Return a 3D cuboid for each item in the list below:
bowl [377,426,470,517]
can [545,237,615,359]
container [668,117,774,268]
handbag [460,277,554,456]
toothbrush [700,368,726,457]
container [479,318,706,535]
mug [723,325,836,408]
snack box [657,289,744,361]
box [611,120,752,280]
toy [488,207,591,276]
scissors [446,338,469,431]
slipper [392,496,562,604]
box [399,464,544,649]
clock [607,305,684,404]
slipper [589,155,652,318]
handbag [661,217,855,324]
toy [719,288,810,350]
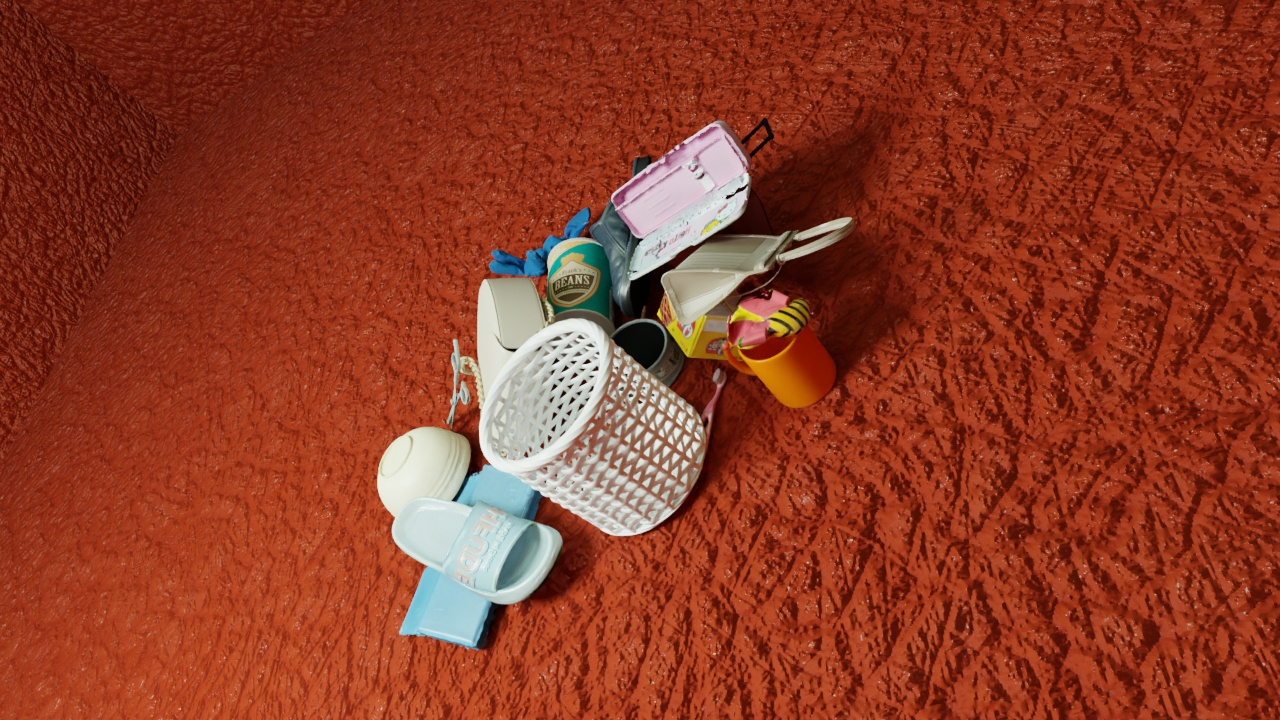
[{"bbox_3d":[-0.318,0.152,1.293,0.151,0.075,0.150,-29,40,28],"label":"bowl"},{"bbox_3d":[-0.084,-0.088,1.294,0.099,0.099,0.143,-24,45,23],"label":"can"},{"bbox_3d":[0.125,-0.203,1.195,0.201,0.127,0.147,-36,40,25],"label":"container"},{"bbox_3d":[-0.178,0.000,1.217,0.103,0.211,0.208,-4,31,-17],"label":"handbag"},{"bbox_3d":[0.081,0.068,1.090,0.022,0.016,0.134,-9,51,41],"label":"toothbrush"},{"bbox_3d":[-0.052,0.080,1.048,0.190,0.186,0.189,-26,44,28],"label":"container"},{"bbox_3d":[0.149,-0.003,1.030,0.113,0.096,0.077,-7,53,36],"label":"mug"},{"bbox_3d":[0.082,-0.054,1.128,0.105,0.083,0.061,58,137,49],"label":"snack box"},{"bbox_3d":[0.042,-0.190,1.123,0.202,0.111,0.101,-27,17,42],"label":"box"},{"bbox_3d":[-0.149,-0.165,1.441,0.176,0.071,0.112,-17,49,15],"label":"toy"},{"bbox_3d":[-0.268,0.042,1.319,0.153,0.014,0.130,-25,76,63],"label":"scissors"},{"bbox_3d":[-0.208,0.217,1.101,0.246,0.074,0.103,11,64,30],"label":"slipper"},{"bbox_3d":[-0.227,0.244,1.173,0.176,0.060,0.231,-6,54,38],"label":"box"},{"bbox_3d":[-0.007,0.007,1.184,0.104,0.056,0.147,30,73,40],"label":"clock"},{"bbox_3d":[-0.028,-0.173,1.288,0.083,0.109,0.265,-1,60,9],"label":"slipper"},{"bbox_3d":[0.145,-0.122,1.031,0.198,0.062,0.175,-18,13,27],"label":"handbag"},{"bbox_3d":[0.128,-0.042,0.972,0.104,0.046,0.084,-10,29,31],"label":"toy"}]
